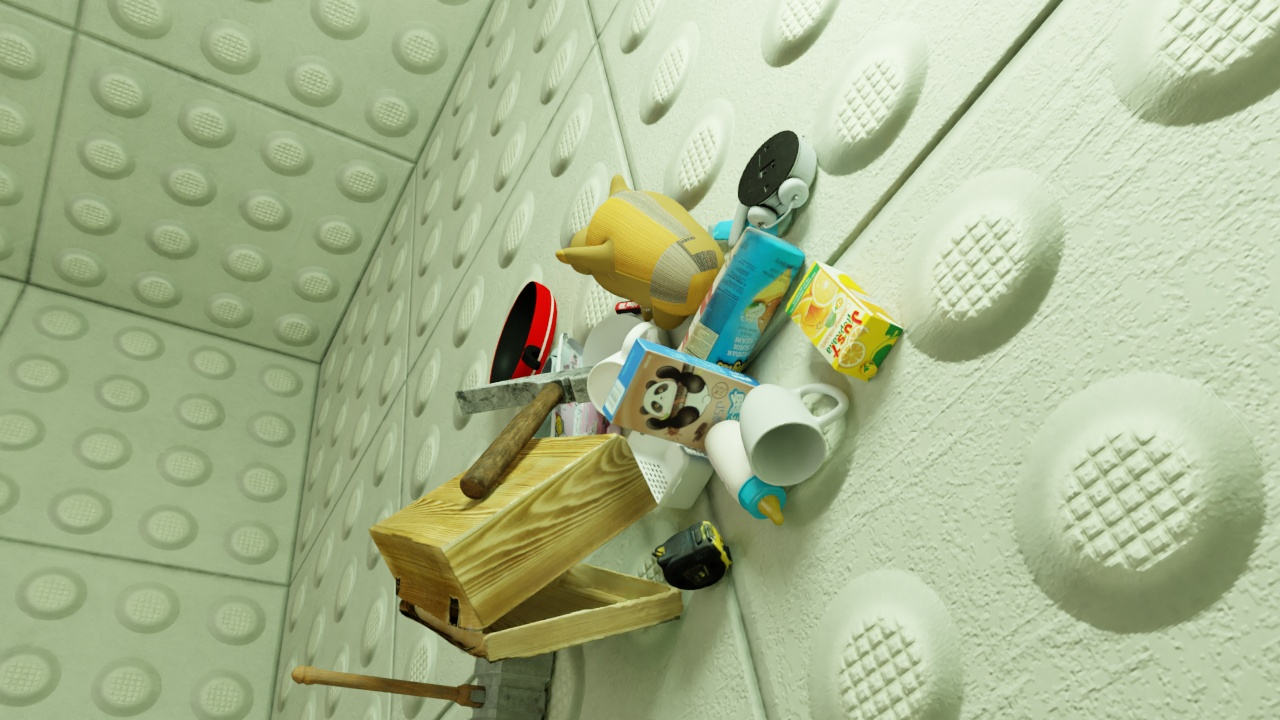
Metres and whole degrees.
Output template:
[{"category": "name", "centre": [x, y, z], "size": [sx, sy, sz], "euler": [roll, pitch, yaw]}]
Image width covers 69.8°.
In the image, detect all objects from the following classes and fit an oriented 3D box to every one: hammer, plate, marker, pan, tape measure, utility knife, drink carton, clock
[{"category": "hammer", "centre": [-0.270, 0.408, 1.136], "size": [0.083, 0.317, 0.162], "euler": [-30, 48, 53]}, {"category": "plate", "centre": [-0.019, 0.007, 1.183], "size": [0.135, 0.011, 0.134], "euler": [6, 101, 35]}, {"category": "hammer", "centre": [-0.175, 0.086, 1.088], "size": [0.299, 0.218, 0.037], "euler": [-56, -47, -66]}, {"category": "marker", "centre": [0.003, -0.072, 1.241], "size": [0.023, 0.021, 0.145], "euler": [-37, 16, -23]}, {"category": "marker", "centre": [0.127, -0.190, 1.067], "size": [0.022, 0.016, 0.138], "euler": [-17, 49, 58]}, {"category": "pan", "centre": [-0.179, -0.017, 1.471], "size": [0.209, 0.067, 0.356], "euler": [-69, 21, 4]}, {"category": "tape measure", "centre": [0.054, 0.200, 0.926], "size": [0.071, 0.072, 0.042], "euler": [-31, 46, 13]}, {"category": "utility knife", "centre": [0.123, -0.155, 1.073], "size": [0.174, 0.015, 0.031], "euler": [12, 82, 60]}, {"category": "drink carton", "centre": [0.187, -0.037, 0.852], "size": [0.058, 0.041, 0.122], "euler": [-61, 29, 21]}, {"category": "clock", "centre": [-0.126, 0.046, 1.360], "size": [0.122, 0.045, 0.159], "euler": [-117, 46, -70]}, {"category": "clock", "centre": [0.151, -0.195, 1.007], "size": [0.095, 0.035, 0.122], "euler": [-35, 38, 42]}]

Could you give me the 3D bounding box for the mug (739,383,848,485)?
[{"category": "mug", "centre": [0.143, 0.054, 0.866], "size": [0.107, 0.071, 0.089], "euler": [-33, 29, 11]}]

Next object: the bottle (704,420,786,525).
[{"category": "bottle", "centre": [0.107, 0.114, 0.899], "size": [0.051, 0.051, 0.146], "euler": [-62, 28, 19]}]

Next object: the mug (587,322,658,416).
[{"category": "mug", "centre": [-0.007, 0.006, 1.099], "size": [0.074, 0.090, 0.111], "euler": [23, 116, 21]}]

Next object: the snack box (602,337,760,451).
[{"category": "snack box", "centre": [0.045, 0.041, 0.950], "size": [0.087, 0.151, 0.034], "euler": [-64, 28, 16]}]

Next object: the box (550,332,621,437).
[{"category": "box", "centre": [-0.083, 0.058, 1.246], "size": [0.088, 0.095, 0.201], "euler": [-40, 41, 50]}]

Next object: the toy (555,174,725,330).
[{"category": "toy", "centre": [0.021, -0.119, 1.121], "size": [0.203, 0.198, 0.163], "euler": [37, 136, 43]}]

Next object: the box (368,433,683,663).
[{"category": "box", "centre": [-0.139, 0.232, 1.028], "size": [0.280, 0.256, 0.215], "euler": [-8, 108, 59]}]

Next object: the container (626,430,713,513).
[{"category": "container", "centre": [0.034, 0.111, 1.041], "size": [0.081, 0.049, 0.129], "euler": [-61, 29, 21]}]

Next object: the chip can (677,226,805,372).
[{"category": "chip can", "centre": [0.091, -0.032, 0.995], "size": [0.230, 0.079, 0.079], "euler": [-62, 28, 18]}]
